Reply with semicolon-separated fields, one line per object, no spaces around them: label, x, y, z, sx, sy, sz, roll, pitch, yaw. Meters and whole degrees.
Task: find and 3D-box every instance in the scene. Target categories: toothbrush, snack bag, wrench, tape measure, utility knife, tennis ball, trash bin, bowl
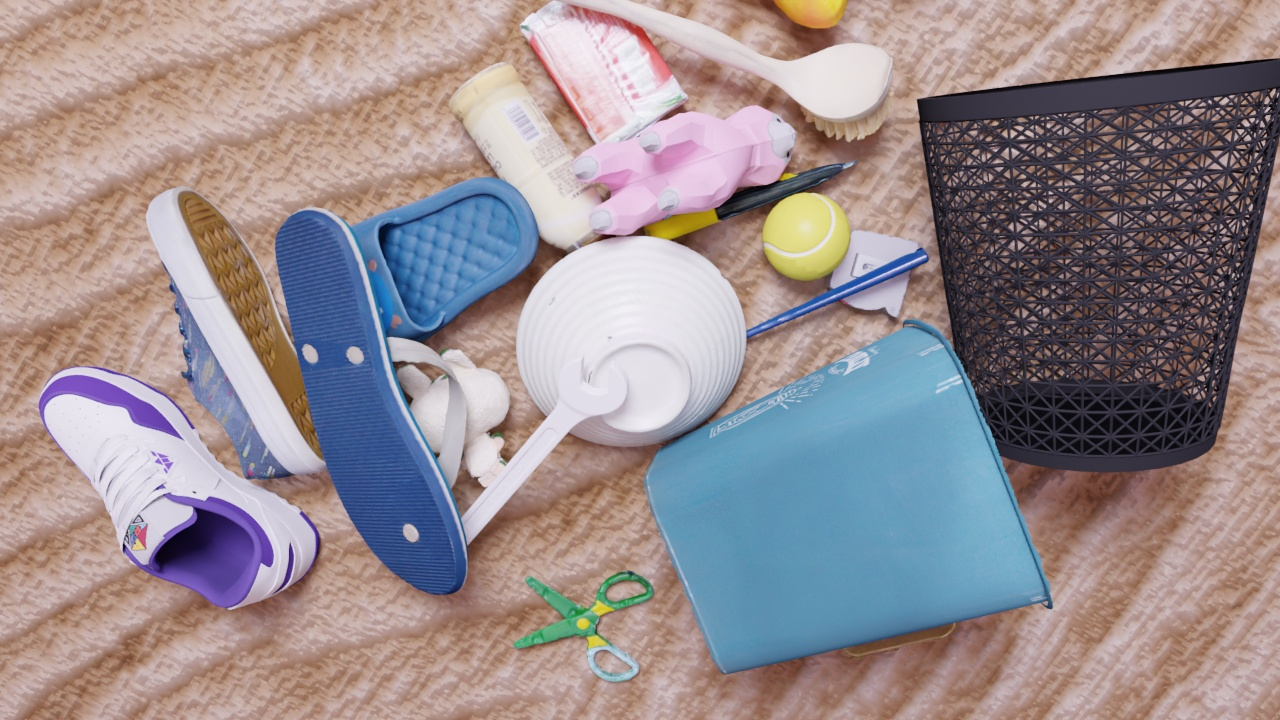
toothbrush;0.128;-0.045;0.706;0.190;0.016;0.017;-23;94;13
snack bag;-0.027;-0.219;0.682;0.077;0.036;0.116;-34;98;5
wrench;-0.098;0.090;0.686;0.047;0.009;0.274;37;120;-8
tape measure;0.180;-0.069;0.715;0.062;0.020;0.060;14;98;-3
utility knife;0.086;-0.125;0.703;0.174;0.028;0.020;-19;104;1
tennis ball;0.124;-0.093;0.688;0.065;0.065;0.065;0;98;-1
trash bin;0.135;0.103;0.661;0.219;0.196;0.199;-22;93;8
bowl;-0.004;0.004;0.673;0.177;0.070;0.177;-2;116;-4
trash bin;0.308;-0.067;0.632;0.217;0.216;0.243;-7;105;0

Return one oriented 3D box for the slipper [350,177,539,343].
slipper;-0.174;-0.066;0.679;0.214;0.059;0.104;-27;95;17

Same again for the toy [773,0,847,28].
toy;0.148;-0.346;0.634;0.147;0.098;0.216;37;98;-18

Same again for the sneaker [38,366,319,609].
sneaker;-0.364;0.103;0.688;0.244;0.111;0.092;38;96;-6

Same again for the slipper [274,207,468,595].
slipper;-0.187;0.031;0.669;0.118;0.060;0.295;-5;107;31

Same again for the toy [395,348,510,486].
toy;-0.141;0.042;0.713;0.087;0.050;0.112;-31;103;9

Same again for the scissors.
scissors;-0.044;0.222;0.762;0.125;0.011;0.127;-21;98;1

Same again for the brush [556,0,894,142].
brush;0.053;-0.224;0.647;0.272;0.077;0.062;18;67;-4

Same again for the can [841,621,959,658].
can;0.197;0.197;0.737;0.100;0.059;0.054;-13;99;2

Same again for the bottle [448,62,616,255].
bottle;-0.074;-0.138;0.683;0.056;0.056;0.162;-34;98;4

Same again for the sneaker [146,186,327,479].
sneaker;-0.314;-0.010;0.689;0.079;0.087;0.235;-22;101;8

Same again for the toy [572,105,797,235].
toy;0.036;-0.140;0.661;0.124;0.157;0.067;-10;101;40
